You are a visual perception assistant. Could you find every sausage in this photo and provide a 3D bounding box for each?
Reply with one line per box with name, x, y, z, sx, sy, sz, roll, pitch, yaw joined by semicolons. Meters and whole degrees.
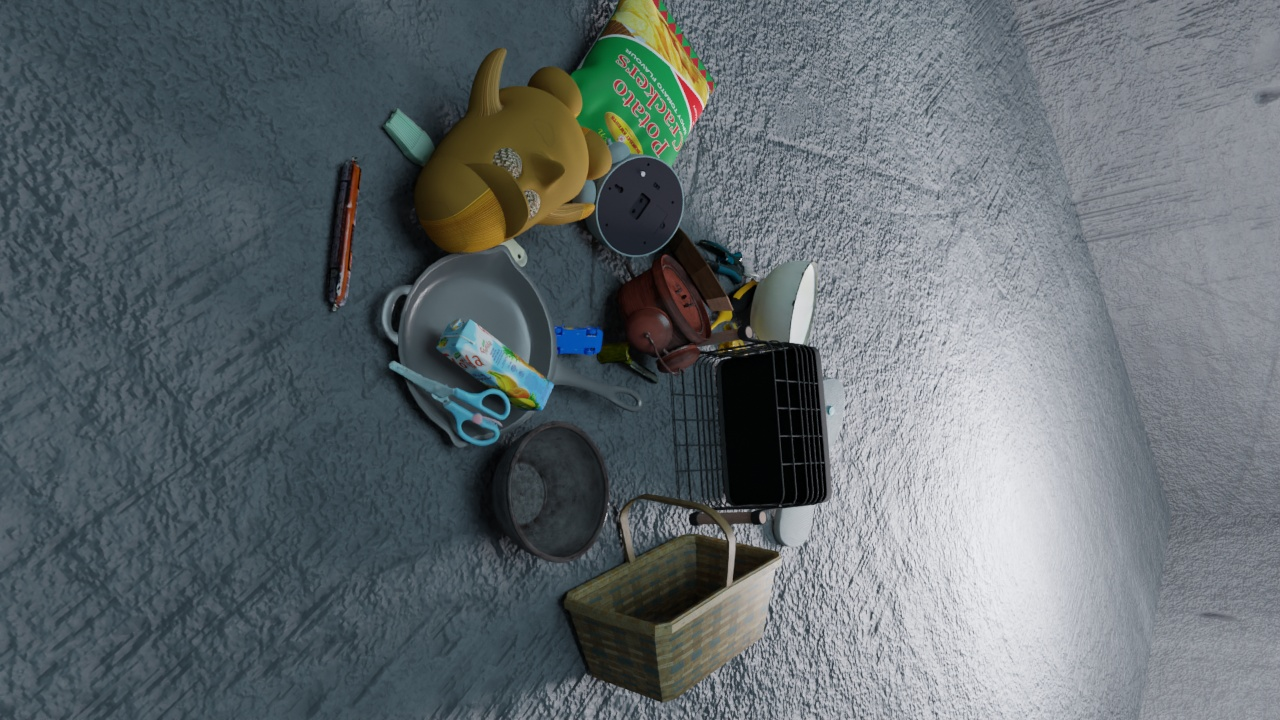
sausage;-0.278;-0.120;0.859;0.020;0.020;0.155;16;71;-46

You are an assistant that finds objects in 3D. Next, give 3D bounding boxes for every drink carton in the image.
drink carton;-0.145;0.006;0.921;0.129;0.044;0.038;41;61;-35

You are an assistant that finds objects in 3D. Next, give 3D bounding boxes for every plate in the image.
plate;0.075;-0.117;1.214;0.131;0.025;0.131;56;2;-4

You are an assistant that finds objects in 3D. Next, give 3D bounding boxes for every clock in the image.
clock;0.029;-0.051;1.123;0.120;0.072;0.157;42;28;-44
clock;-0.018;-0.197;1.115;0.159;0.045;0.122;36;88;-35

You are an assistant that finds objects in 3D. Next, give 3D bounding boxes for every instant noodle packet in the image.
instant noodle packet;0.000;-0.339;1.164;0.195;0.090;0.252;47;59;-36

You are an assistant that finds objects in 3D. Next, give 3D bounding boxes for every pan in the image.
pan;-0.126;0.002;0.989;0.354;0.024;0.216;23;72;-41

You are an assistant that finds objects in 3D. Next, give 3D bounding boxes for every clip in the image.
clip;0.126;-0.022;1.313;0.047;0.039;0.053;-45;118;-49

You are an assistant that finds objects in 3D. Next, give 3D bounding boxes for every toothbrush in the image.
toothbrush;0.123;-0.068;1.299;0.196;0.031;0.031;-42;147;-47

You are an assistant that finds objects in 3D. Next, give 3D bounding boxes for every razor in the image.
razor;-0.007;0.007;1.140;0.106;0.043;0.026;34;55;-51

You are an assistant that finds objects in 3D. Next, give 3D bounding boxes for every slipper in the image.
slipper;0.240;0.146;1.390;0.098;0.055;0.268;30;72;-39

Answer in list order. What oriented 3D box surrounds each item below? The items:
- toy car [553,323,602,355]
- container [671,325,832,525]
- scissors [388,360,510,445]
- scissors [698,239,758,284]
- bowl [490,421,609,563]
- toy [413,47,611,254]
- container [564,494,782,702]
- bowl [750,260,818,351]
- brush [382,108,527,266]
toy car;-0.079;-0.030;1.075;0.092;0.062;0.033;1;108;-24
container;0.137;0.087;1.185;0.130;0.163;0.241;5;79;-48
scissors;-0.185;0.033;0.893;0.138;0.015;0.063;37;91;-33
scissors;0.129;-0.147;1.334;0.129;0.019;0.137;-50;121;-42
bowl;-0.105;0.140;0.969;0.144;0.067;0.145;12;73;-47
toy;-0.137;-0.189;0.923;0.202;0.163;0.199;-49;124;-32
container;0.042;0.250;1.057;0.249;0.158;0.186;-14;104;-49
bowl;0.208;-0.075;1.347;0.153;0.073;0.153;12;89;-70
brush;-0.190;-0.177;0.978;0.217;0.012;0.033;48;49;-34
